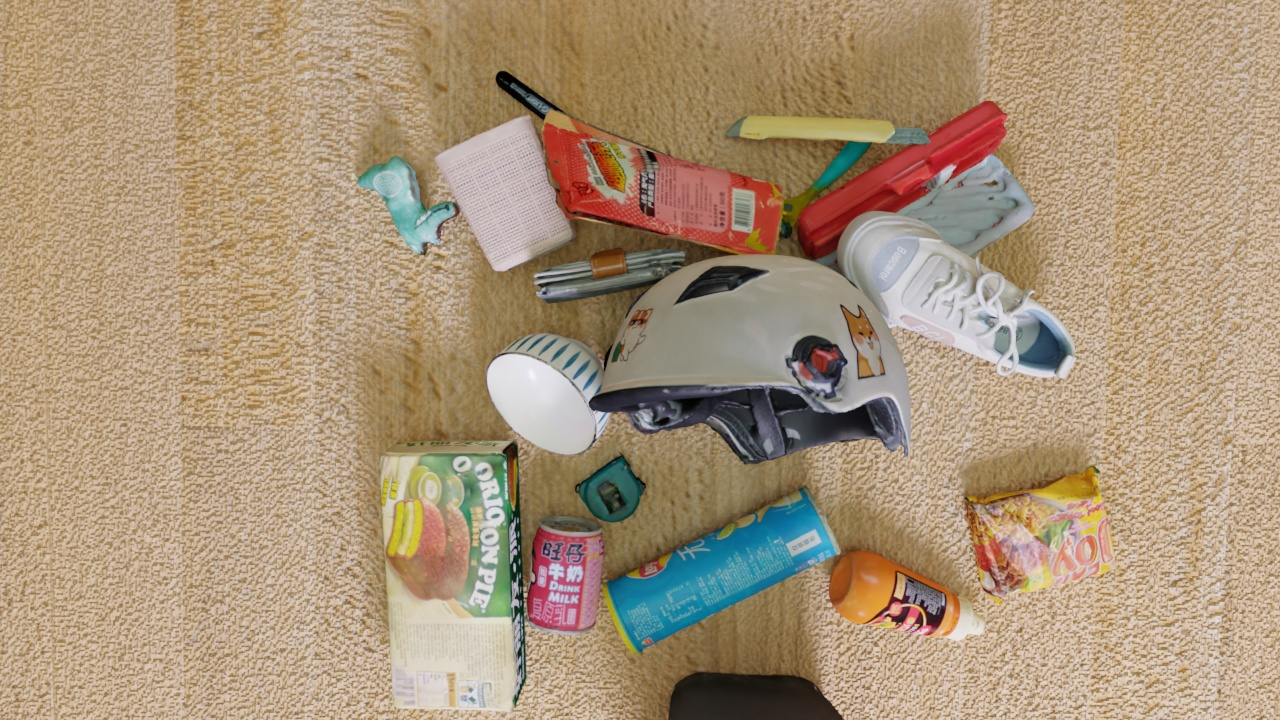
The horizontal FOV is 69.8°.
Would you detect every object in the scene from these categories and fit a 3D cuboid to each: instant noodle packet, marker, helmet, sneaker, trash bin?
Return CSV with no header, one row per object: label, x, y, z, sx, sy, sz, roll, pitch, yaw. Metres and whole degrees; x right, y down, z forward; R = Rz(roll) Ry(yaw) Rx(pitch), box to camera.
instant noodle packet,0.378,0.165,0.860,0.128,0.044,0.111,-14,98,0
marker,-0.081,-0.226,0.842,0.124,0.015,0.018,36,89,-1
helmet,0.098,-0.009,0.757,0.273,0.231,0.156,17,73,-31
sneaker,0.274,-0.045,0.782,0.242,0.090,0.090,24,107,-22
trash bin,0.101,0.384,0.783,0.198,0.219,0.199,3,94,-2

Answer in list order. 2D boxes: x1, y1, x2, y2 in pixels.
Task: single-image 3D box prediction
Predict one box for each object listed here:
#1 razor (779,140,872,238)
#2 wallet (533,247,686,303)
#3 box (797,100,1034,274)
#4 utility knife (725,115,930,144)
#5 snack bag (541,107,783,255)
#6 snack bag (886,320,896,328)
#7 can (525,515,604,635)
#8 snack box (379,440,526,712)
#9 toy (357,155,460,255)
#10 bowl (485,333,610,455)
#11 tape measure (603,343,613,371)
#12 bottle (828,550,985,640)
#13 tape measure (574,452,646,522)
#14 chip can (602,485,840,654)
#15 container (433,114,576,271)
razor,0.169,-0.170,0.842,0.132,0.028,0.043,-44,65,5
wallet,-0.026,-0.079,0.806,0.130,0.106,0.037,-10,90,0
box,0.246,-0.128,0.807,0.201,0.094,0.100,-32,74,1
utility knife,0.163,-0.204,0.810,0.183,0.019,0.030,8,63,30
snack bag,0.018,-0.142,0.781,0.207,0.128,0.073,12,135,-22
snack bag,0.216,-0.040,0.852,0.105,0.026,0.045,-22,92,-1
can,-0.069,0.195,0.844,0.066,0.066,0.094,7,94,-1
snack box,-0.167,0.193,0.832,0.114,0.063,0.240,-1,98,4
toy,-0.206,-0.141,0.830,0.097,0.030,0.092,-15,106,35
bowl,-0.073,0.021,0.822,0.116,0.117,0.066,42,50,-3
tape measure,-0.005,0.005,0.845,0.058,0.039,0.057,-25,94,1
bottle,0.253,0.227,0.856,0.149,0.067,0.067,20,93,-9
tape measure,-0.026,0.124,0.861,0.058,0.025,0.054,-35,92,2
chip can,0.073,0.192,0.844,0.210,0.071,0.071,-26,94,0
container,-0.113,-0.143,0.812,0.090,0.090,0.111,-25,97,0
